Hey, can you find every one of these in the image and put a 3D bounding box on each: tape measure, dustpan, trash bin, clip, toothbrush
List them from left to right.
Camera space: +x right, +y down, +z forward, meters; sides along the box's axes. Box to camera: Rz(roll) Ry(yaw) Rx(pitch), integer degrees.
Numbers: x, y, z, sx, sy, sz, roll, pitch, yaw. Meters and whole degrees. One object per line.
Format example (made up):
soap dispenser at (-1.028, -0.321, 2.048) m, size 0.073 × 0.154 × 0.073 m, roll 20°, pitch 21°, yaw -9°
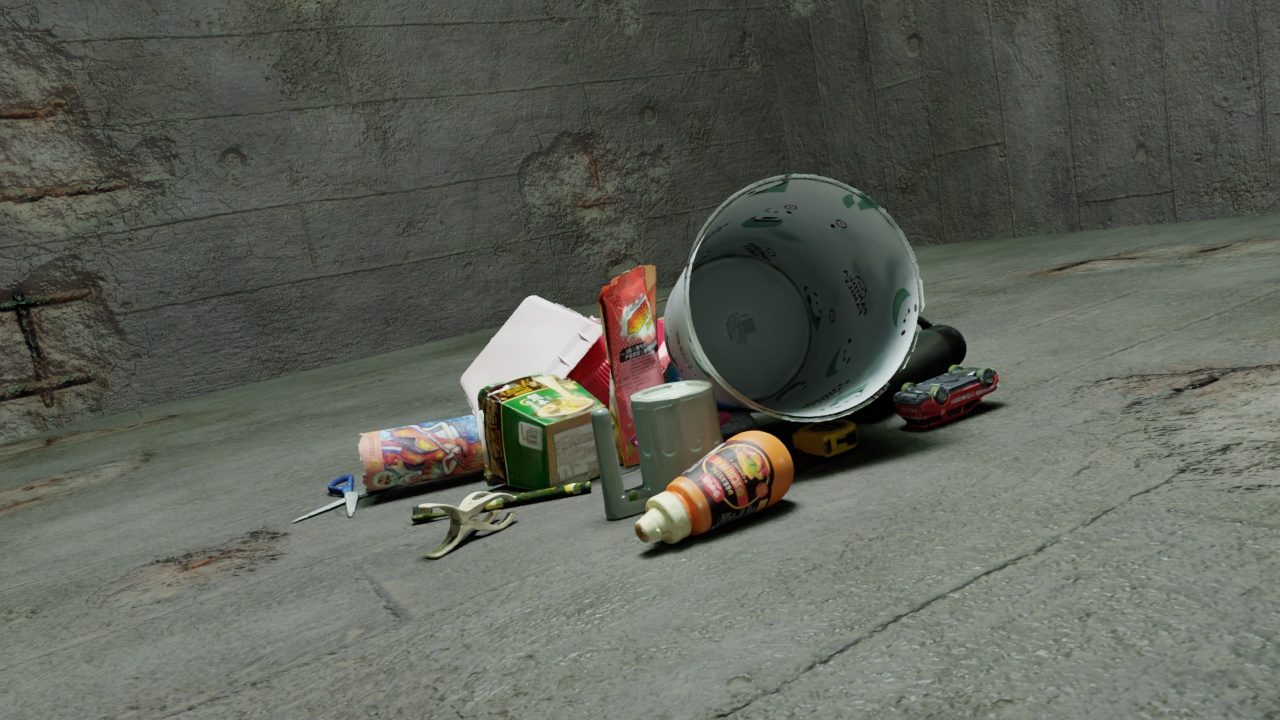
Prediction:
clip at (-0.159, 0.146, 0.848) m, size 0.035 × 0.070 × 0.099 m, roll -2°, pitch 5°, yaw 37°
toothbrush at (-0.142, 0.141, 0.933) m, size 0.186 × 0.017 × 0.012 m, roll -10°, pitch -28°, yaw 1°
dustpan at (-0.128, 0.026, 1.272) m, size 0.222 × 0.139 × 0.273 m, roll -49°, pitch 38°, yaw 0°
trash bin at (0.132, -0.048, 0.963) m, size 0.229 × 0.229 × 0.252 m, roll -12°, pitch -3°, yaw -10°
tape measure at (0.186, 0.079, 0.906) m, size 0.057 × 0.029 × 0.060 m, roll -15°, pitch 10°, yaw -25°

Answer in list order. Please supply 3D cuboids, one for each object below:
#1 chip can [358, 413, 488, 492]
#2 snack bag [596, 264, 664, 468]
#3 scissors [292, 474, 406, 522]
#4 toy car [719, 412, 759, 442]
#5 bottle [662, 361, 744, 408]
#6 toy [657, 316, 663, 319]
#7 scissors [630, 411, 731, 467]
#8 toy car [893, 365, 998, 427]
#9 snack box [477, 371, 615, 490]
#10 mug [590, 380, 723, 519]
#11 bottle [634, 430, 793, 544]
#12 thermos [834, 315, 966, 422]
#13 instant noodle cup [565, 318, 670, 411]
chip can at (-0.215, 0.101, 1.072) m, size 0.214 × 0.071 × 0.071 m, roll -9°, pitch 8°, yaw -9°
snack bag at (-0.006, 0.006, 1.014) m, size 0.073 × 0.208 × 0.128 m, roll 1°, pitch 15°, yaw 26°
scissors at (-0.334, 0.156, 1.089) m, size 0.162 × 0.012 × 0.176 m, roll -15°, pitch 12°, yaw -25°
toy car at (0.085, 0.079, 1.014) m, size 0.091 × 0.034 × 0.043 m, roll -11°, pitch 12°, yaw 8°
bottle at (0.107, 0.031, 1.202) m, size 0.065 × 0.065 × 0.219 m, roll -18°, pitch 12°, yaw -40°
toy at (0.075, -0.016, 1.372) m, size 0.227 × 0.090 × 0.246 m, roll -6°, pitch -15°, yaw 20°
scissors at (0.033, 0.083, 0.937) m, size 0.133 × 0.017 × 0.134 m, roll 3°, pitch -30°, yaw -40°
toy car at (0.322, 0.036, 0.964) m, size 0.120 × 0.045 × 0.053 m, roll -20°, pitch 14°, yaw -23°
snack box at (-0.097, 0.083, 0.987) m, size 0.117 × 0.118 × 0.106 m, roll -16°, pitch 20°, yaw -36°
mug at (0.019, 0.081, 0.844) m, size 0.123 × 0.103 × 0.084 m, roll -12°, pitch 9°, yaw -19°
bottle at (0.058, 0.111, 0.761) m, size 0.149 × 0.067 × 0.067 m, roll -24°, pitch 14°, yaw -30°
thermos at (0.302, 0.001, 1.096) m, size 0.241 × 0.090 × 0.069 m, roll -19°, pitch -27°, yaw -46°
instant noodle cup at (-0.036, 0.001, 1.222) m, size 0.194 × 0.066 × 0.193 m, roll -43°, pitch 21°, yaw 20°
